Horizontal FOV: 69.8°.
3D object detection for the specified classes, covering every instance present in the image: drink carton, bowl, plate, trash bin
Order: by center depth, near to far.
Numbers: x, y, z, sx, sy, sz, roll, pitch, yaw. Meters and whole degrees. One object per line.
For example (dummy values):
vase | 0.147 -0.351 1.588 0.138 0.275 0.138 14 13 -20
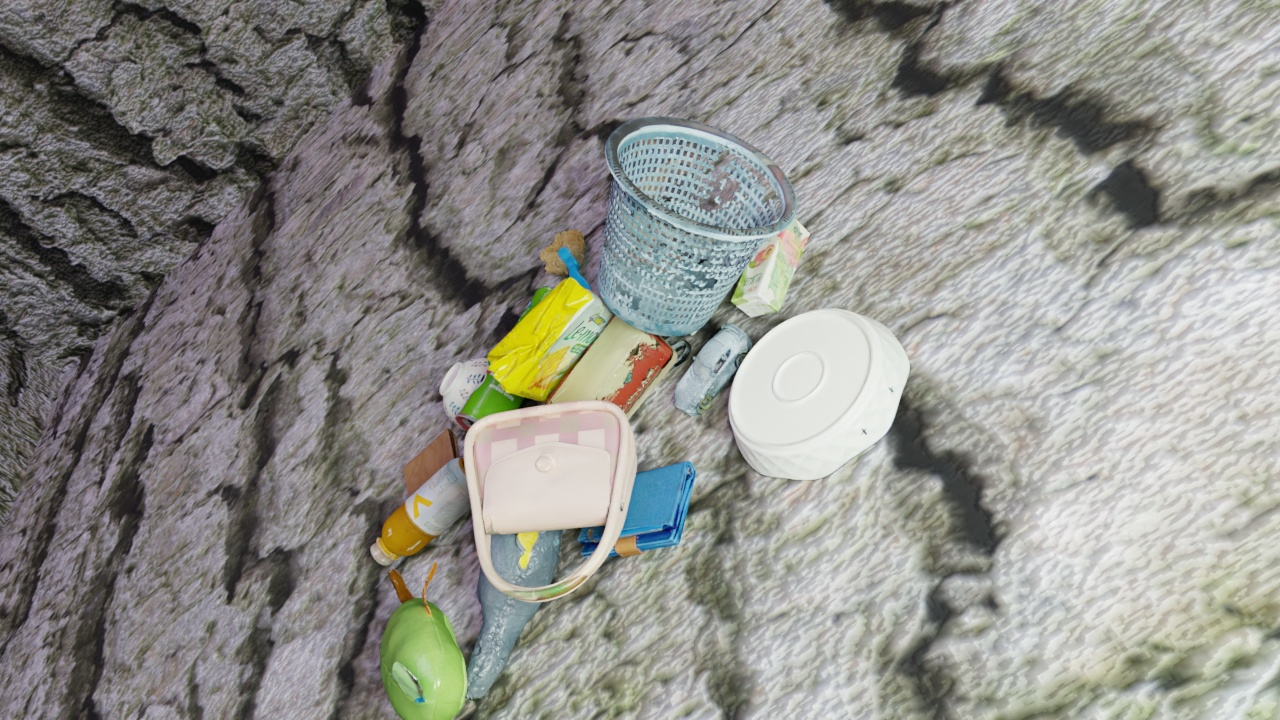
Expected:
plate | 0.178 0.028 0.974 0.205 0.045 0.204 -27 42 26
trash bin | 0.044 -0.145 1.088 0.226 0.226 0.196 -96 21 -44
drink carton | 0.159 -0.112 1.114 0.054 0.045 0.122 -12 48 53
bowl | -0.259 0.041 1.371 0.114 0.062 0.113 -40 30 29

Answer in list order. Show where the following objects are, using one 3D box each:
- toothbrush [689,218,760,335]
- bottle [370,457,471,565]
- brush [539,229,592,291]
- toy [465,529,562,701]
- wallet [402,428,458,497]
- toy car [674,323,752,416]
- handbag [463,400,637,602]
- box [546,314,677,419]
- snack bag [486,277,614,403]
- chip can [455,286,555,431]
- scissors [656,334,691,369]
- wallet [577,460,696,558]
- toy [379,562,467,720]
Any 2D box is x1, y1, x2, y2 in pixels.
toothbrush | 0.112 -0.112 1.190 0.016 0.018 0.191 15 72 50
bottle | -0.297 0.213 1.272 0.190 0.068 0.068 -41 37 11
brush | -0.104 -0.139 1.375 0.083 0.046 0.254 -37 25 4
toy | -0.154 0.220 1.099 0.138 0.091 0.355 -28 45 34
wallet | -0.309 0.170 1.366 0.101 0.020 0.115 -41 40 13
toy car | 0.083 0.010 1.094 0.120 0.036 0.054 -53 37 0
handbag | -0.101 0.159 1.005 0.193 0.093 0.233 -7 47 9
box | -0.043 0.023 1.160 0.168 0.079 0.091 -51 37 8
snack bag | -0.109 -0.024 1.182 0.068 0.246 0.158 42 91 11
chip can | -0.174 0.004 1.318 0.072 0.072 0.235 4 57 47
scissors | -0.003 0.015 1.196 0.172 0.014 0.145 -54 36 -6
wallet | -0.003 0.171 1.039 0.133 0.040 0.106 -19 38 35
toy | -0.249 0.338 1.042 0.247 0.090 0.227 -165 76 -67
